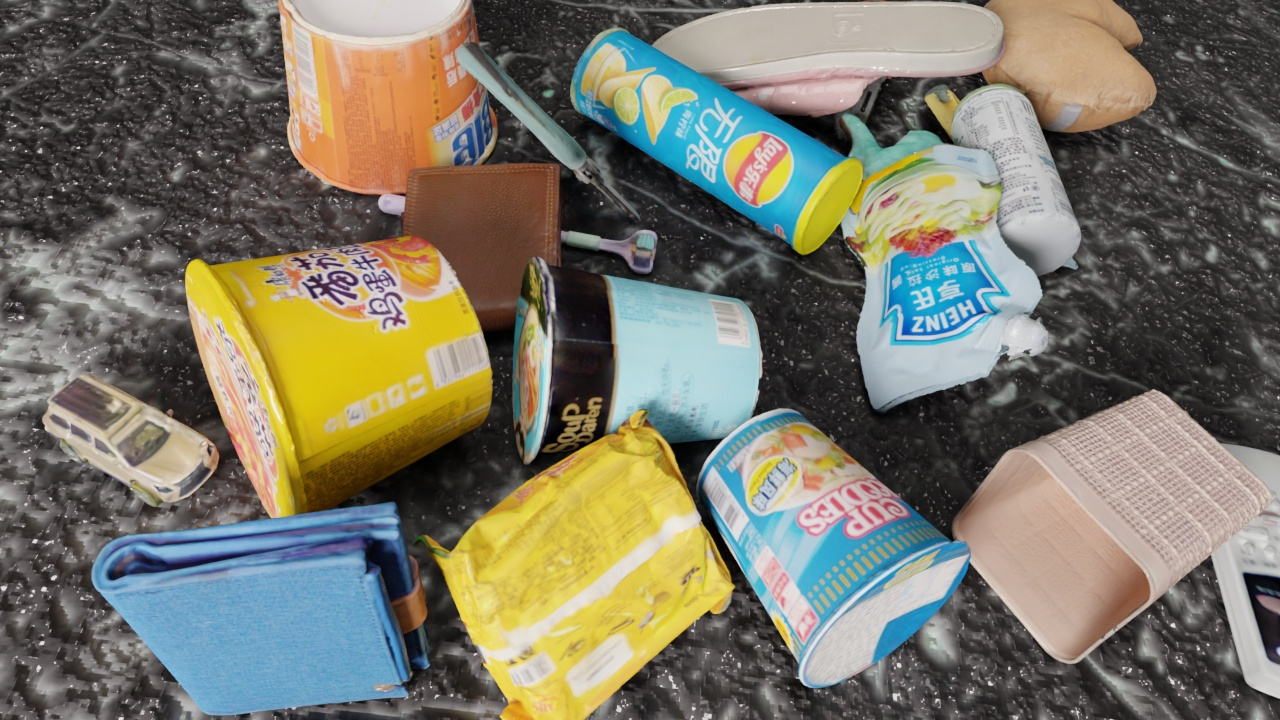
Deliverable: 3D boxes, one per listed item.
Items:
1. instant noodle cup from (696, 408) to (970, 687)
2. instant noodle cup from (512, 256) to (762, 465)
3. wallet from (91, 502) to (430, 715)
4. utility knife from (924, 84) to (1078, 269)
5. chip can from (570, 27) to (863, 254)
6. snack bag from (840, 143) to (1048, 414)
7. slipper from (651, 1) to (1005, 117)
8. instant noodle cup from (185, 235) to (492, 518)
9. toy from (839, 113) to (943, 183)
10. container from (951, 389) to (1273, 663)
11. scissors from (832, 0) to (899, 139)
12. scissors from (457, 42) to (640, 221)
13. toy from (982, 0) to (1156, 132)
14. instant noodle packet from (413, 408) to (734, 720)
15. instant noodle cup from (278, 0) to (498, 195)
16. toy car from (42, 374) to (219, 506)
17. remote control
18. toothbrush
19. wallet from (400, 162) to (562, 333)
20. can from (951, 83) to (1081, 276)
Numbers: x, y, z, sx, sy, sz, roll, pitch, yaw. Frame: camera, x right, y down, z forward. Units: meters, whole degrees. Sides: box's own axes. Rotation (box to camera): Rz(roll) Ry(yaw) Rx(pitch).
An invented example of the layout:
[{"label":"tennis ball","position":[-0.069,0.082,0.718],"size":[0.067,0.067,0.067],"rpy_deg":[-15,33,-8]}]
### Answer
[{"label":"instant noodle cup","position":[0.084,0.084,0.449],"size":[0.099,0.099,0.110],"rpy_deg":[-22,50,-23]},{"label":"instant noodle cup","position":[-0.003,0.003,0.499],"size":[0.120,0.111,0.111],"rpy_deg":[3,51,-16]},{"label":"wallet","position":[-0.142,0.105,0.373],"size":[0.106,0.133,0.040],"rpy_deg":[-6,53,-11]},{"label":"utility knife","position":[0.271,-0.145,0.705],"size":[0.031,0.022,0.219],"rpy_deg":[-12,58,-8]},{"label":"chip can","position":[0.050,-0.159,0.648],"size":[0.210,0.071,0.071],"rpy_deg":[37,56,21]},{"label":"snack bag","position":[0.185,-0.058,0.581],"size":[0.110,0.039,0.190],"rpy_deg":[-15,46,20]},{"label":"slipper","position":[0.140,-0.234,0.721],"size":[0.275,0.054,0.114],"rpy_deg":[-1,46,11]},{"label":"instant noodle cup","position":[-0.148,0.002,0.462],"size":[0.109,0.138,0.138],"rpy_deg":[-23,57,-32]},{"label":"toy","position":[0.192,-0.152,0.686],"size":[0.091,0.030,0.096],"rpy_deg":[-17,64,-22]},{"label":"container","position":[0.241,0.079,0.471],"size":[0.110,0.090,0.090],"rpy_deg":[-21,56,-26]},{"label":"scissors","position":[0.210,-0.244,0.773],"size":[0.192,0.015,0.206],"rpy_deg":[-10,53,-15]},{"label":"scissors","position":[-0.066,-0.157,0.612],"size":[0.019,0.170,0.179],"rpy_deg":[-47,38,6]},{"label":"toy","position":[0.352,-0.276,0.780],"size":[0.143,0.083,0.225],"rpy_deg":[17,48,1]},{"label":"instant noodle packet","position":[-0.027,0.099,0.428],"size":[0.128,0.044,0.111],"rpy_deg":[-30,99,-26]},{"label":"instant noodle cup","position":[-0.175,-0.204,0.632],"size":[0.151,0.112,0.151],"rpy_deg":[3,51,-4]},{"label":"toy car","position":[-0.263,0.040,0.475],"size":[0.090,0.035,0.042],"rpy_deg":[26,54,11]},{"label":"remote control","position":[0.344,0.111,0.499],"size":[0.058,0.021,0.149],"rpy_deg":[10,50,1]},{"label":"toothbrush","position":[-0.083,-0.088,0.610],"size":[0.189,0.021,0.029],"rpy_deg":[11,95,4]},{"label":"wallet","position":[-0.100,-0.070,0.572],"size":[0.101,0.032,0.124],"rpy_deg":[-3,61,0]},{"label":"can","position":[0.257,-0.127,0.637],"size":[0.058,0.058,0.146],"rpy_deg":[5,51,-3]}]
